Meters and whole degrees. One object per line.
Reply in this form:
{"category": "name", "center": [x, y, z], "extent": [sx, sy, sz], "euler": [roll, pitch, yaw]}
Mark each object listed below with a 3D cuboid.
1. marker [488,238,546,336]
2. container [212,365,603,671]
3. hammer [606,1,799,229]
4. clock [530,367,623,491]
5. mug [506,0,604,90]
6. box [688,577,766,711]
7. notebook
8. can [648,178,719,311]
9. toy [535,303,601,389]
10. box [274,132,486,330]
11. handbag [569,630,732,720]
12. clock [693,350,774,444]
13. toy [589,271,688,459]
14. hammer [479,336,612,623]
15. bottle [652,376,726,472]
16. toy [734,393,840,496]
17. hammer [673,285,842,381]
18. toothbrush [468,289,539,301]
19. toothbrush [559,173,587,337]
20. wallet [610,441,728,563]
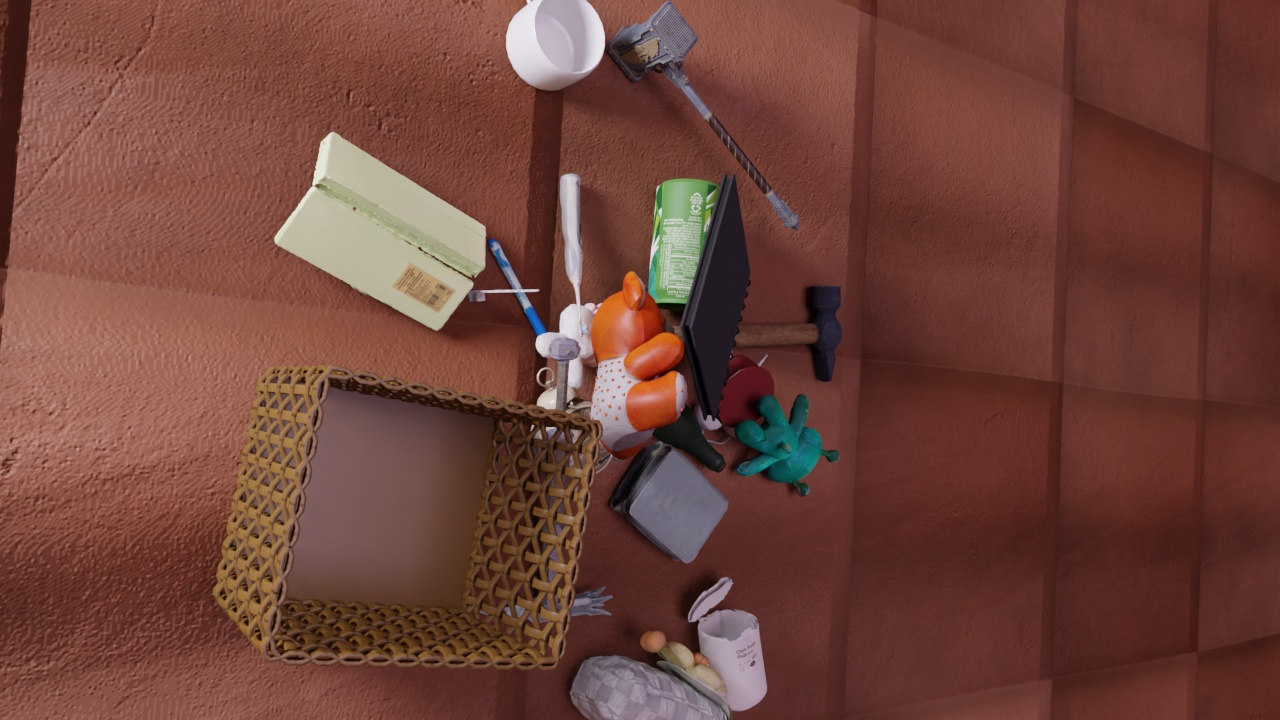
{"category": "marker", "center": [-0.128, -0.069, 0.998], "extent": [0.013, 0.013, 0.142], "euler": [-36, 109, -29]}
{"category": "container", "center": [-0.211, 0.135, 0.820], "extent": [0.251, 0.215, 0.219], "euler": [14, 82, -33]}
{"category": "hammer", "center": [0.097, -0.273, 1.097], "extent": [0.322, 0.099, 0.044], "euler": [46, 66, -25]}
{"category": "clock", "center": [-0.077, 0.071, 1.007], "extent": [0.092, 0.055, 0.141], "euler": [-34, 110, -28]}
{"category": "mug", "center": [-0.096, -0.353, 0.987], "extent": [0.094, 0.068, 0.115], "euler": [-26, 104, -31]}
{"category": "box", "center": [0.103, 0.337, 1.114], "extent": [0.081, 0.092, 0.160], "euler": [-14, 105, -29]}
{"category": "notebook", "center": [0.089, -0.069, 1.029], "extent": [0.169, 0.019, 0.230], "euler": [72, 28, -49]}
{"category": "can", "center": [0.055, -0.133, 1.077], "extent": [0.083, 0.083, 0.144], "euler": [7, 86, -34]}
{"category": "toy", "center": [-0.065, -0.025, 1.022], "extent": [0.076, 0.037, 0.125], "euler": [55, 44, -16]}
{"category": "box", "center": [-0.239, -0.123, 0.890], "extent": [0.188, 0.061, 0.133], "euler": [33, 75, -36]}
{"category": "handbag", "center": [0.016, 0.370, 1.033], "extent": [0.171, 0.113, 0.123], "euler": [30, 74, -28]}
{"category": "clock", "center": [0.114, 0.046, 1.128], "extent": [0.087, 0.044, 0.125], "euler": [16, 105, -35]}
{"category": "toy", "center": [-0.006, 0.006, 0.955], "extent": [0.092, 0.164, 0.172], "euler": [4, 67, -18]}
{"category": "hammer", "center": [-0.092, 0.130, 0.965], "extent": [0.146, 0.028, 0.317], "euler": [-1, 105, -23]}
{"category": "bottle", "center": [0.043, 0.078, 1.087], "extent": [0.174, 0.055, 0.055], "euler": [44, 67, -27]}
{"category": "toy", "center": [0.183, 0.109, 1.154], "extent": [0.130, 0.072, 0.193], "euler": [-49, 137, 1]}
{"category": "hammer", "center": [0.131, -0.029, 1.159], "extent": [0.321, 0.040, 0.129], "euler": [-3, 95, -33]}
{"category": "toothbrush", "center": [-0.135, -0.063, 0.892], "extent": [0.010, 0.182, 0.010], "euler": [-12, 99, -28]}
{"category": "toothbrush", "center": [-0.073, -0.116, 1.009], "extent": [0.024, 0.022, 0.185], "euler": [-4, 78, -4]}
{"category": "wallet", "center": [0.036, 0.169, 1.084], "extent": [0.131, 0.054, 0.100], "euler": [45, 75, -27]}
